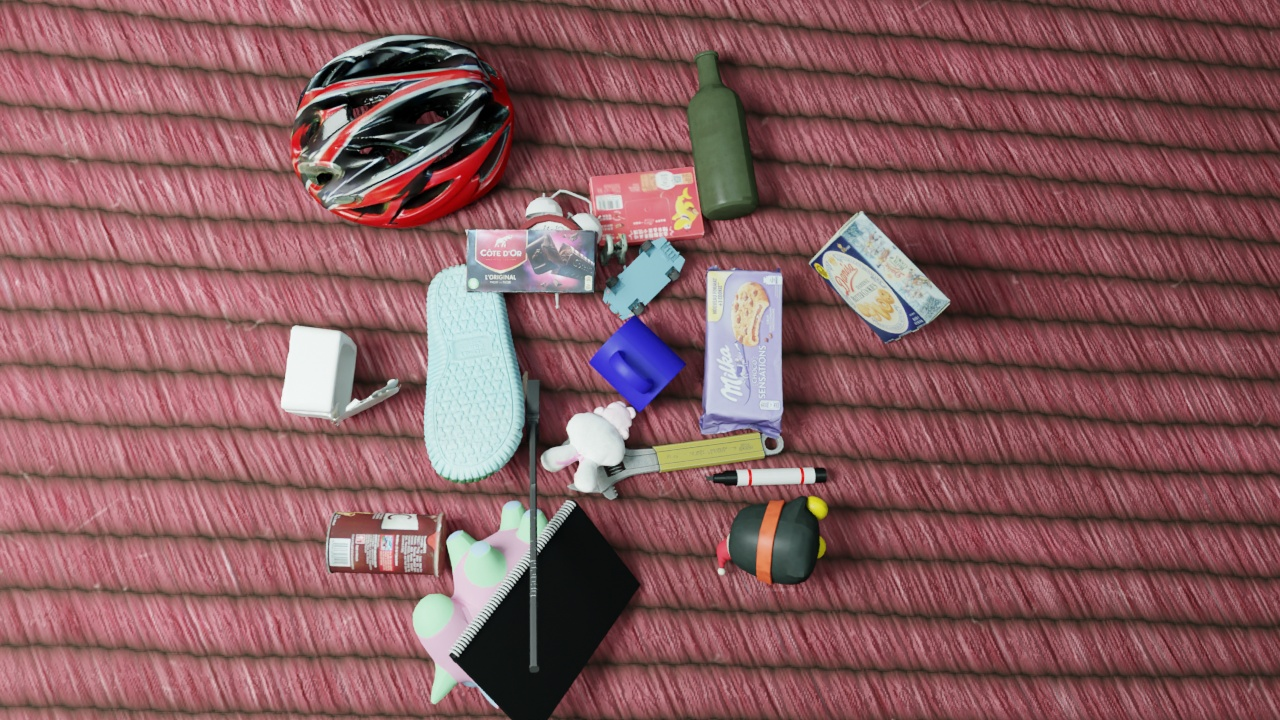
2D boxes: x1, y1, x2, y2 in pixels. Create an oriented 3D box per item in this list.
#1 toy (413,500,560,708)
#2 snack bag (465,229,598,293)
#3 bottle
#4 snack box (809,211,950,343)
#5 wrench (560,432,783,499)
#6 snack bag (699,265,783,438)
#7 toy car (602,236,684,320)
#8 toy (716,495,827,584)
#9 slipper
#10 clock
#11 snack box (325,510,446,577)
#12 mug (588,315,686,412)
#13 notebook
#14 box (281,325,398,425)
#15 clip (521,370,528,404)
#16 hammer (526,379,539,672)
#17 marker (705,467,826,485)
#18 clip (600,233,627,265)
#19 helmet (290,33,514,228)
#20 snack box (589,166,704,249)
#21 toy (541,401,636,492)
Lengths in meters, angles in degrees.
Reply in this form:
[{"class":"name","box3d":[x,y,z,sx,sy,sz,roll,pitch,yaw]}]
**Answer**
[{"class":"toy","box3d":[-0.153,0.261,1.013,0.221,0.120,0.171,-27,114,-36]},{"class":"snack bag","box3d":[-0.126,-0.115,1.064,0.155,0.018,0.074,0,87,3]},{"class":"bottle","box3d":[0.097,-0.281,1.137,0.071,0.071,0.206,-7,82,-7]},{"class":"snack box","box3d":[0.278,-0.094,1.089,0.042,0.144,0.145,-44,86,-8]},{"class":"wrench","box3d":[0.037,0.112,1.095,0.273,0.018,0.083,-8,78,-6]},{"class":"snack bag","box3d":[0.121,-0.011,1.103,0.096,0.058,0.205,3,81,-3]},{"class":"toy car","box3d":[0.001,-0.101,1.118,0.108,0.027,0.060,-45,110,0]},{"class":"toy","box3d":[0.149,0.207,1.057,0.119,0.099,0.098,7,124,19]},{"class":"slipper","box3d":[-0.195,0.014,1.063,0.116,0.070,0.275,-8,65,-3]},{"class":"clock","box3d":[-0.104,-0.137,1.098,0.096,0.048,0.137,22,87,3]},{"class":"snack box","box3d":[-0.281,0.204,1.023,0.121,0.072,0.072,3,81,-4]},{"class":"mug","box3d":[-0.006,0.006,1.062,0.083,0.111,0.079,44,103,2]},{"class":"notebook","box3d":[-0.096,0.275,0.987,0.206,0.016,0.149,-51,122,-30]},{"class":"box","box3d":[-0.321,0.022,1.030,0.130,0.110,0.103,4,81,-4]},{"class":"clip","box3d":[-0.149,0.040,1.086,0.047,0.025,0.062,38,77,2]},{"class":"hammer","box3d":[-0.110,0.162,0.949,0.015,0.095,0.324,0,46,-7]},{"class":"marker","box3d":[0.150,0.140,1.102,0.145,0.019,0.019,-1,81,-6]},{"class":"clip","box3d":[-0.031,-0.132,1.098,0.047,0.076,0.023,-8,82,-8]},{"class":"helmet","box3d":[-0.284,-0.271,1.066,0.272,0.167,0.217,-19,80,4]},{"class":"snack box","box3d":[0.007,-0.190,1.138,0.133,0.021,0.089,-7,82,-7]},{"class":"toy","box3d":[-0.053,0.095,1.061,0.076,0.037,0.125,35,57,9]}]
